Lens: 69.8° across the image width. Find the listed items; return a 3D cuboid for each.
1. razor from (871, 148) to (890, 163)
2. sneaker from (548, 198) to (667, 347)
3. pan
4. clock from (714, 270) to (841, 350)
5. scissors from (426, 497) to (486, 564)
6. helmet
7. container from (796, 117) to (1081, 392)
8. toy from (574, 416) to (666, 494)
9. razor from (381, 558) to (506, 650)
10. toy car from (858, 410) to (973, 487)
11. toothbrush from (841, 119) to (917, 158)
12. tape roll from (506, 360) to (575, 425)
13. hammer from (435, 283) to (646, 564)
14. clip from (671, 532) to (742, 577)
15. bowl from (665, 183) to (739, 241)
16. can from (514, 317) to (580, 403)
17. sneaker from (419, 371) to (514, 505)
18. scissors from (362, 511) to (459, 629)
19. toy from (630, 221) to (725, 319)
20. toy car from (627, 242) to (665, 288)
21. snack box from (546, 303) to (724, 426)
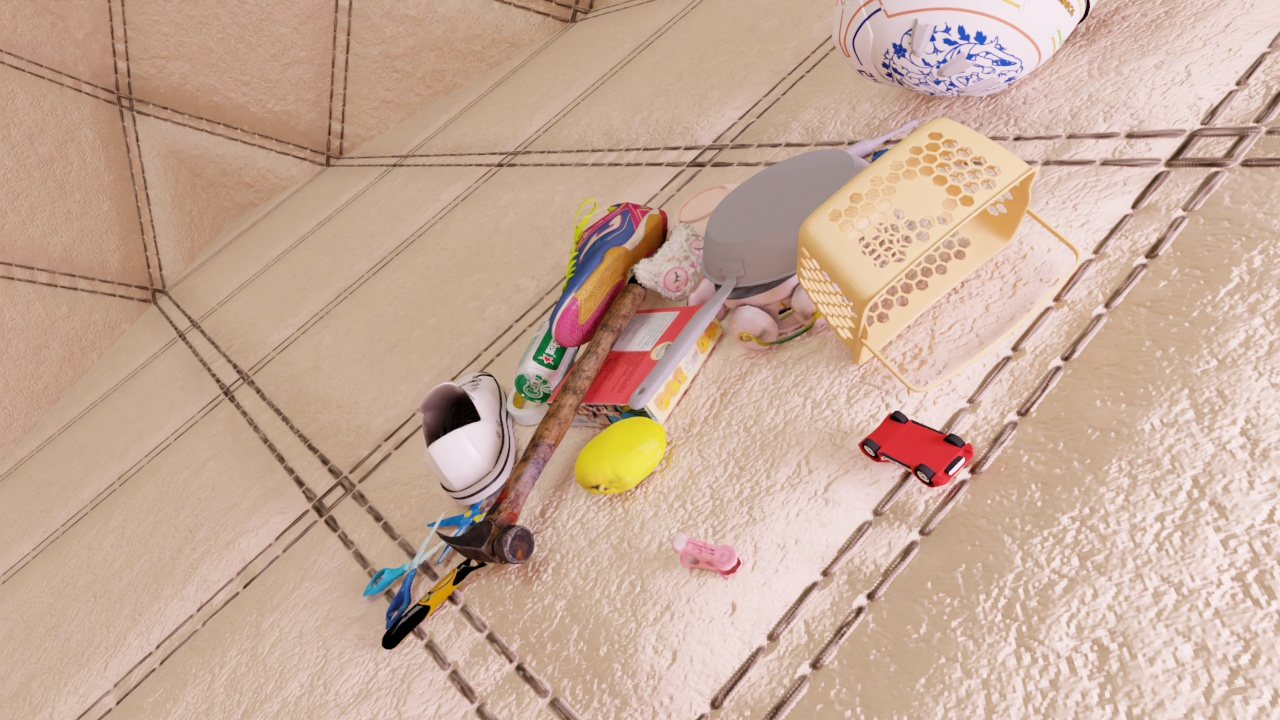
[{"bbox_3d":[0.257,-0.198,1.009,0.044,0.018,0.140,-7,39,40],"label":"razor"},{"bbox_3d":[-0.054,-0.100,1.029,0.091,0.116,0.241,19,43,16],"label":"sneaker"},{"bbox_3d":[0.096,-0.092,0.873,0.355,0.051,0.201,-46,30,-23],"label":"pan"},{"bbox_3d":[0.137,-0.068,0.897,0.117,0.059,0.157,-25,30,19],"label":"clock"},{"bbox_3d":[-0.168,0.157,0.927,0.131,0.013,0.125,-11,35,41],"label":"scissors"},{"bbox_3d":[0.364,-0.409,0.995,0.315,0.230,0.236,2,77,53],"label":"helmet"},{"bbox_3d":[0.240,-0.082,0.747,0.183,0.129,0.167,-38,69,-7],"label":"container"},{"bbox_3d":[-0.019,0.086,0.846,0.096,0.041,0.094,-13,30,36],"label":"toy"},{"bbox_3d":[-0.181,0.214,0.847,0.144,0.021,0.044,-43,29,-10],"label":"razor"},{"bbox_3d":[0.198,0.065,0.665,0.038,0.025,0.089,-42,30,-12],"label":"toy car"},{"bbox_3d":[0.239,-0.239,1.090,0.188,0.018,0.019,-25,32,18],"label":"toothbrush"},{"bbox_3d":[-0.108,0.034,1.040,0.094,0.019,0.093,-26,30,16],"label":"tape roll"},{"bbox_3d":[-0.082,0.050,0.903,0.120,0.033,0.329,-5,46,44],"label":"hammer"},{"bbox_3d":[0.047,0.144,0.695,0.060,0.045,0.023,-18,33,54],"label":"clip"},{"bbox_3d":[0.088,-0.153,1.059,0.153,0.076,0.152,-26,30,16],"label":"bowl"},{"bbox_3d":[-0.101,-0.003,1.009,0.053,0.053,0.100,-16,33,30],"label":"can"},{"bbox_3d":[-0.203,0.061,1.011,0.091,0.097,0.245,-31,24,5],"label":"sneaker"},{"bbox_3d":[-0.221,0.208,0.895,0.129,0.014,0.118,-37,30,7],"label":"scissors"},{"bbox_3d":[0.056,-0.093,0.980,0.095,0.109,0.041,-49,-5,-16],"label":"toy"},{"bbox_3d":[0.017,-0.122,1.126,0.091,0.042,0.036,-41,52,-11],"label":"toy car"},{"bbox_3d":[-0.006,0.006,0.953,0.145,0.040,0.142,-2,43,45],"label":"snack box"}]
